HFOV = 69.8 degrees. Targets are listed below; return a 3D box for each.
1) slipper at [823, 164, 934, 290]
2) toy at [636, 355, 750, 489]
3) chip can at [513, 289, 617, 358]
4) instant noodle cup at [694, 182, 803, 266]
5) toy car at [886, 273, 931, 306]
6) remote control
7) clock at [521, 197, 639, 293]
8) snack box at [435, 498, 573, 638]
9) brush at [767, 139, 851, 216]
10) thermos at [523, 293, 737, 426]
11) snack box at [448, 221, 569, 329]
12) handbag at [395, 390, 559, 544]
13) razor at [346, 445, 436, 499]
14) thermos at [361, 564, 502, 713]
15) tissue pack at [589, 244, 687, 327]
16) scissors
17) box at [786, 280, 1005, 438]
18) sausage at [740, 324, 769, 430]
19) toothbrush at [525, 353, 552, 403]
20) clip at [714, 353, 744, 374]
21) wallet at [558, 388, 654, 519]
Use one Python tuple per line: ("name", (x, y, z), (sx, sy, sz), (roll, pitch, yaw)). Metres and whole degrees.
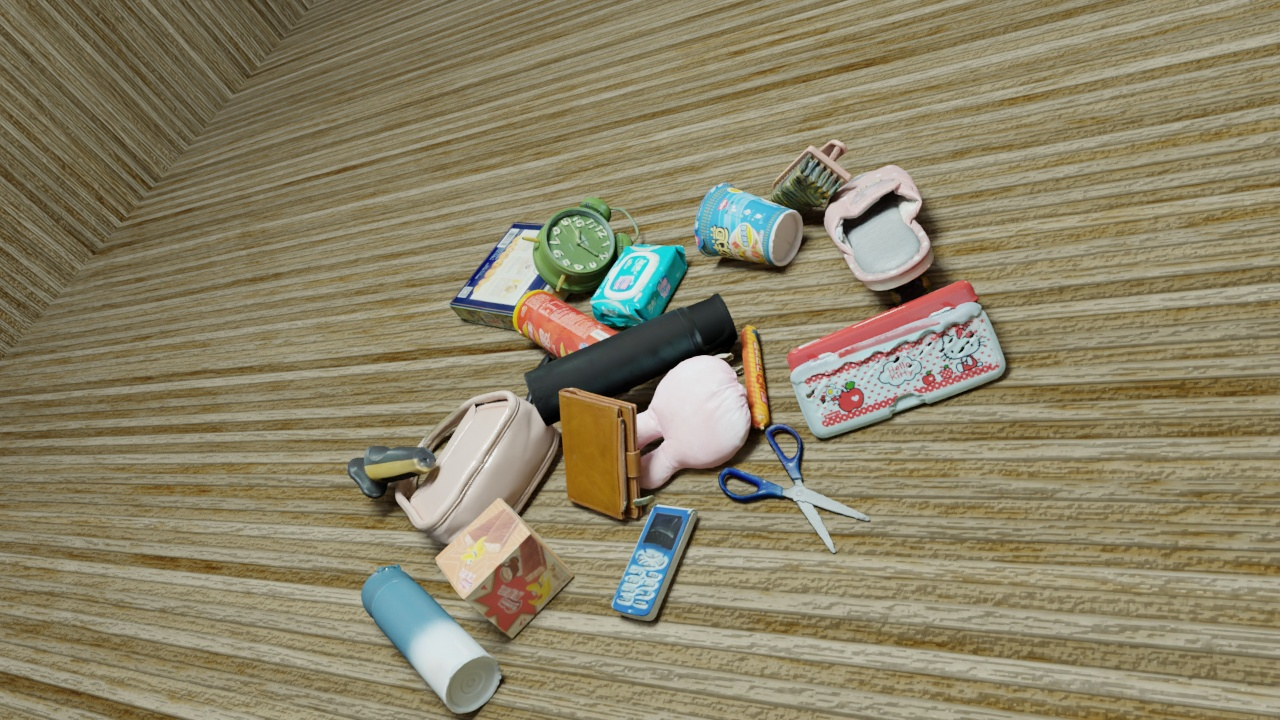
("slipper", (0.266, -0.165, 1.051), (0.114, 0.054, 0.273), (-24, 28, 17))
("toy", (0.046, 0.068, 1.000), (0.160, 0.054, 0.121), (-33, 65, 17))
("chip can", (-0.083, -0.029, 1.189), (0.073, 0.073, 0.217), (-47, 40, -13))
("instant noodle cup", (0.140, -0.164, 1.153), (0.110, 0.099, 0.099), (22, 66, 36))
("toy car", (0.287, -0.089, 1.009), (0.043, 0.036, 0.091), (-27, 37, 9))
("remote control", (0.015, 0.202, 0.928), (0.049, 0.024, 0.124), (2, 54, 37))
("clock", (-0.076, -0.165, 1.286), (0.161, 0.056, 0.116), (-30, 81, -22))
("snack box", (-0.143, 0.219, 0.971), (0.094, 0.093, 0.077), (-44, 40, -10))
("brush", (0.207, -0.222, 1.144), (0.073, 0.063, 0.146), (-57, 6, -14))
("thermos", (-0.006, 0.006, 1.061), (0.242, 0.090, 0.068), (-22, 40, 0))
("snack box", (-0.171, -0.127, 1.368), (0.183, 0.046, 0.177), (12, 58, 42))
("handbag", (-0.224, 0.127, 1.137), (0.235, 0.093, 0.193), (8, 60, 51))
("razor", (-0.303, 0.134, 1.133), (0.168, 0.062, 0.067), (-14, 71, 48))
("thermos", (-0.233, 0.293, 0.988), (0.221, 0.070, 0.070), (23, 66, 47))
("tissue pack", (-0.002, -0.102, 1.219), (0.093, 0.050, 0.133), (6, 54, 40))
("scissors", (0.146, 0.128, 0.918), (0.163, 0.012, 0.162), (-16, 45, 20))
("box", (0.259, -0.001, 0.944), (0.201, 0.100, 0.095), (-22, 1, 18))
("sausage", (0.128, 0.016, 1.033), (0.021, 0.021, 0.164), (-20, 42, 18))
("toothbrush", (-0.153, 0.070, 1.191), (0.014, 0.017, 0.188), (-7, 50, 43))
("clip", (0.075, 0.019, 1.061), (0.104, 0.035, 0.086), (-4, 52, 43))
("wallet", (-0.040, 0.103, 0.995), (0.119, 0.131, 0.035), (11, 22, 37))
